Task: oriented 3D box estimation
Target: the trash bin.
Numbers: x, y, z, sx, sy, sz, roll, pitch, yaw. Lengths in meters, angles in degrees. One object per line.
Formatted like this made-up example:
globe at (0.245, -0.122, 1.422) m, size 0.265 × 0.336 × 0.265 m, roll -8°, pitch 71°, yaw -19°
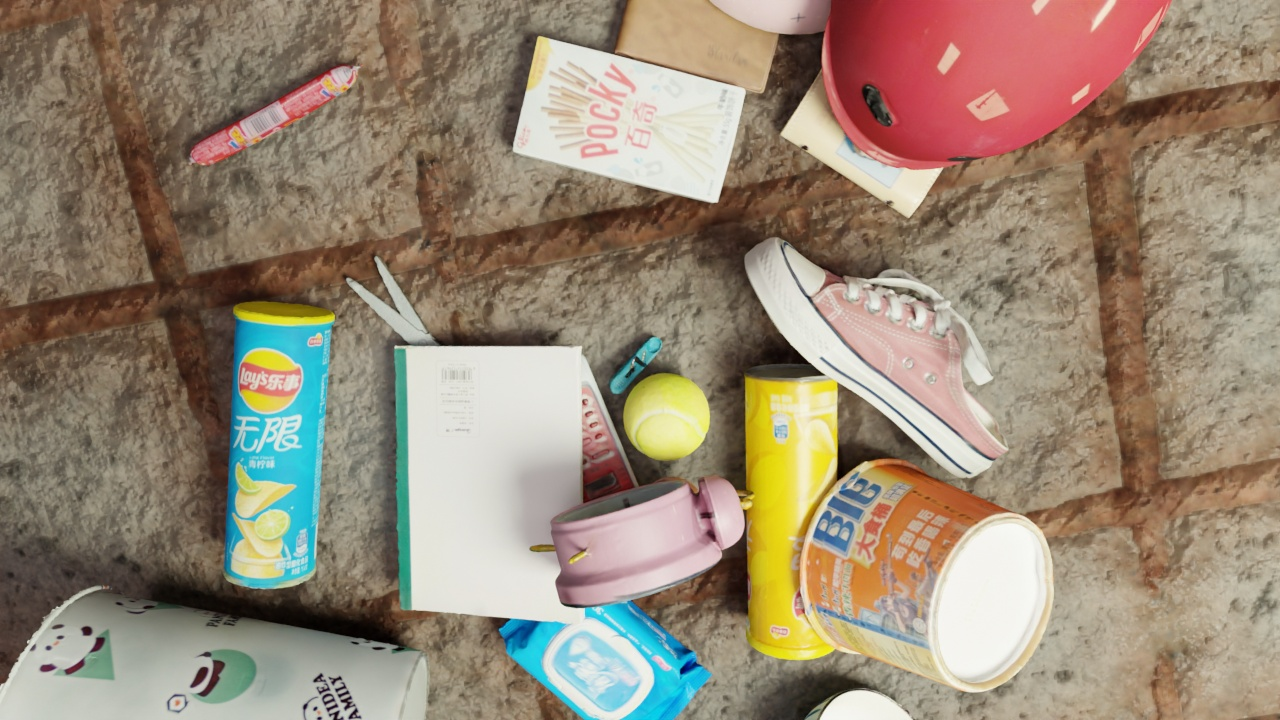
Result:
trash bin at (-0.299, 0.296, 0.675) m, size 0.252 × 0.229 × 0.230 m, roll 7°, pitch 100°, yaw -3°

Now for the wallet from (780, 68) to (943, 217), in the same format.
wallet at (0.173, -0.171, 0.667) m, size 0.115 × 0.024 × 0.087 m, roll 33°, pitch 104°, yaw -2°

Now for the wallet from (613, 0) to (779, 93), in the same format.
wallet at (0.048, -0.257, 0.662) m, size 0.115 × 0.020 × 0.101 m, roll 14°, pitch 100°, yaw -2°

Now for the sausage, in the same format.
sausage at (-0.275, -0.184, 0.690) m, size 0.156 × 0.020 × 0.020 m, roll -26°, pitch 97°, yaw 7°

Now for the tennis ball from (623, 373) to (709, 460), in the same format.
tennis ball at (0.019, 0.042, 0.688) m, size 0.065 × 0.065 × 0.065 m, roll 0°, pitch 99°, yaw 3°

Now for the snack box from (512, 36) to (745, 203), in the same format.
snack box at (-0.009, -0.175, 0.674) m, size 0.157 × 0.027 × 0.085 m, roll 14°, pitch 100°, yaw 0°

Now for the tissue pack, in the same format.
tissue pack at (-0.028, 0.237, 0.729) m, size 0.157 × 0.052 × 0.095 m, roll 41°, pitch 99°, yaw -4°

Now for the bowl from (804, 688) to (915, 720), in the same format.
bowl at (0.165, 0.322, 0.714) m, size 0.116 × 0.116 × 0.066 m, roll 36°, pitch 138°, yaw -3°

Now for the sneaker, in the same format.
sneaker at (0.182, -0.016, 0.651) m, size 0.241 × 0.118 × 0.088 m, roll 39°, pitch 117°, yaw -9°

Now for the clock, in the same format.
clock at (0.009, 0.120, 0.647) m, size 0.158 × 0.117 × 0.060 m, roll -14°, pitch 88°, yaw -24°

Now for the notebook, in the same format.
notebook at (-0.116, 0.093, 0.700) m, size 0.150 × 0.012 × 0.209 m, roll 1°, pitch 94°, yaw 12°

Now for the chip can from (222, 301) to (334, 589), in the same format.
chip can at (-0.280, 0.064, 0.705) m, size 0.071 × 0.071 × 0.210 m, roll 8°, pitch 100°, yaw 2°

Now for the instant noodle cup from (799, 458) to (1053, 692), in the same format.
instant noodle cup at (0.204, 0.152, 0.642) m, size 0.151 × 0.111 × 0.151 m, roll -4°, pitch 99°, yaw -30°

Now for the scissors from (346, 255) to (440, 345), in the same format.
scissors at (-0.154, -0.009, 0.715) m, size 0.144 × 0.012 × 0.170 m, roll -6°, pitch 100°, yaw 4°

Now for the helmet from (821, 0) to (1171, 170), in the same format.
helmet at (0.232, -0.232, 0.570) m, size 0.207 × 0.144 × 0.240 m, roll 23°, pitch 98°, yaw -19°

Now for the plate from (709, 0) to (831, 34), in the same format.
plate at (0.111, -0.325, 0.625) m, size 0.192 × 0.039 × 0.192 m, roll 0°, pitch 96°, yaw -3°

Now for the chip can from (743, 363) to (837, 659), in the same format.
chip can at (0.115, 0.111, 0.692) m, size 0.072 × 0.072 × 0.213 m, roll -1°, pitch 99°, yaw 3°

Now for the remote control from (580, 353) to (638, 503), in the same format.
remote control at (-0.046, 0.062, 0.713) m, size 0.056 × 0.020 × 0.136 m, roll -22°, pitch 98°, yaw -4°

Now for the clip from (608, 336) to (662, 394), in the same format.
clip at (-0.004, 0.003, 0.705) m, size 0.013 × 0.037 × 0.055 m, roll 42°, pitch 91°, yaw -6°
